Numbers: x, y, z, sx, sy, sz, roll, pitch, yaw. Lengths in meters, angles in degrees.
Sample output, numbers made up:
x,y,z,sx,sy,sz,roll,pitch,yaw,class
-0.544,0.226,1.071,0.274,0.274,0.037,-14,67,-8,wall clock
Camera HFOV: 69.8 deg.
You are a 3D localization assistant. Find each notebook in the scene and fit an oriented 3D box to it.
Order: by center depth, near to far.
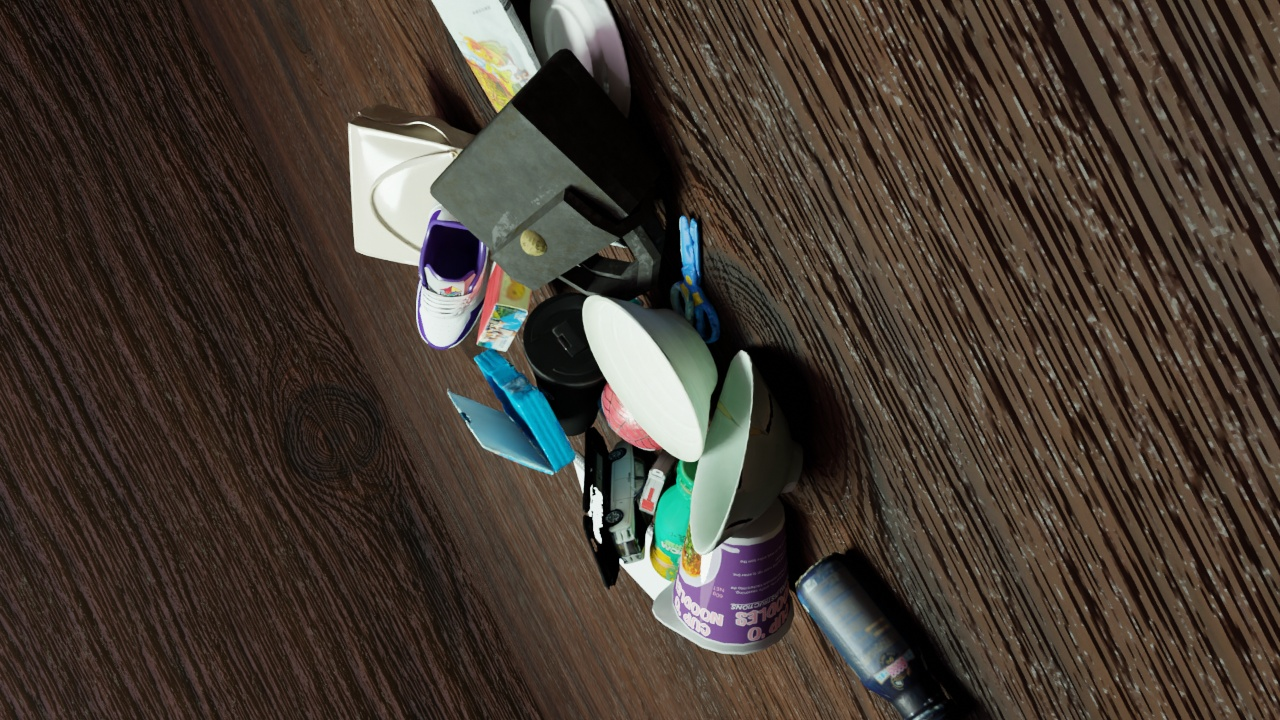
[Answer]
x,y,z,sx,sy,sz,roll,pitch,yaw,class
-0.017,0.248,1.267,0.246,0.013,0.178,36,147,48,notebook

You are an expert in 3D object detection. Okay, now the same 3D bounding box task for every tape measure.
x,y,z,sx,sy,sz,roll,pitch,yaw,class
0.018,0.128,0.974,0.020,0.060,0.062,21,116,10,tape measure

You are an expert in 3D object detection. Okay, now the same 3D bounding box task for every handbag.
x,y,z,sx,sy,sz,roll,pitch,yaw,class
-0.067,-0.126,0.799,0.199,0.102,0.198,43,149,-16,handbag
-0.250,-0.201,1.129,0.198,0.101,0.195,17,127,9,handbag

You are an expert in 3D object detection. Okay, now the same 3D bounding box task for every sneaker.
x,y,z,sx,sy,sz,roll,pitch,yaw,class
-0.222,-0.094,1.087,0.111,0.092,0.245,-91,14,-53,sneaker

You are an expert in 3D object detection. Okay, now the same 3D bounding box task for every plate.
x,y,z,sx,sy,sz,roll,pitch,yaw,class
-0.057,-0.264,0.788,0.157,0.014,0.157,49,154,33,plate

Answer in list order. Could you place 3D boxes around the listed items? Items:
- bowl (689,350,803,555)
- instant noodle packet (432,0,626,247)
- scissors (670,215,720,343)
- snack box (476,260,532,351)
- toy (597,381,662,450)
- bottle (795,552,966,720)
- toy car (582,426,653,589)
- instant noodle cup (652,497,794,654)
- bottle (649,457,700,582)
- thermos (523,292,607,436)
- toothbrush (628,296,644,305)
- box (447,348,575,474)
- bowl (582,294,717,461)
x,y,z,sx,sy,sz,roll,pitch,yaw,class
0.096,0.080,0.757,0.174,0.068,0.174,-169,93,-86,bowl
-0.105,-0.226,0.861,0.147,0.057,0.269,38,159,53,instant noodle packet
0.048,-0.068,0.782,0.070,0.022,0.131,47,150,37,scissors
-0.144,-0.099,1.028,0.145,0.040,0.142,138,143,-67,snack box
-0.006,0.059,0.970,0.092,0.062,0.133,51,159,6,toy
0.192,0.231,0.736,0.160,0.056,0.056,52,155,25,bottle
-0.021,0.153,1.035,0.191,0.071,0.094,-91,-17,-60,toy car
0.080,0.184,0.853,0.121,0.137,0.122,-102,10,-58,instant noodle cup
0.051,0.160,0.950,0.068,0.068,0.210,52,155,27,bottle
-0.079,0.016,1.042,0.106,0.105,0.219,56,162,18,thermos
-0.050,-0.096,0.950,0.188,0.019,0.018,39,154,45,toothbrush
-0.156,0.063,1.038,0.092,0.085,0.243,64,167,-20,box
0.021,0.004,0.837,0.176,0.057,0.177,48,159,24,bowl
